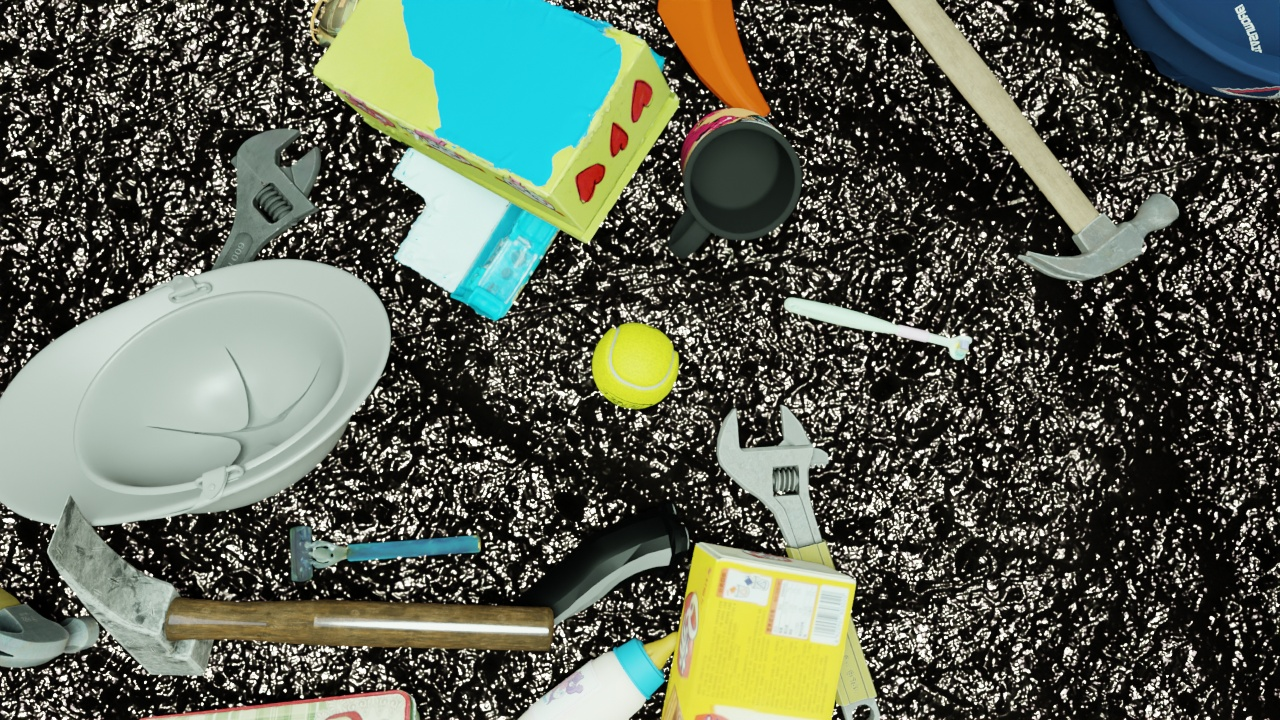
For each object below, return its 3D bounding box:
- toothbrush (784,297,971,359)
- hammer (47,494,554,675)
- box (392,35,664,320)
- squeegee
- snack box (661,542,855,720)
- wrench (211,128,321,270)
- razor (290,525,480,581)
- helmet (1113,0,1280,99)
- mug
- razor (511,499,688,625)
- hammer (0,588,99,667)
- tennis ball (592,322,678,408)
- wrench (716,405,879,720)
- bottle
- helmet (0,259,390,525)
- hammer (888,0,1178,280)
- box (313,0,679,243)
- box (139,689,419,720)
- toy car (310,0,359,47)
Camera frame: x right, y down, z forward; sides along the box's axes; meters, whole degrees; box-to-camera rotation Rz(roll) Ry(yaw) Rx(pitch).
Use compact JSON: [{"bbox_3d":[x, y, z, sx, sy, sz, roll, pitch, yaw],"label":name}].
[{"bbox_3d":[0.190,-0.028,0.735,0.155,0.015,0.022,14,119,-3],"label":"toothbrush"},{"bbox_3d":[-0.207,0.162,0.614,0.300,0.218,0.037,3,54,-6],"label":"hammer"},{"bbox_3d":[-0.099,-0.156,0.672,0.121,0.098,0.226,33,86,-19],"label":"box"},{"bbox_3d":[0.046,-0.267,0.708,0.248,0.055,0.185,-45,109,-36],"label":"squeegee"},{"bbox_3d":[0.075,0.257,0.666,0.110,0.062,0.230,12,87,-12],"label":"snack box"},{"bbox_3d":[-0.324,-0.055,0.704,0.073,0.018,0.273,28,88,-3],"label":"wrench"},{"bbox_3d":[-0.195,0.145,0.701,0.144,0.022,0.042,-3,89,-4],"label":"razor"},{"bbox_3d":[0.462,-0.287,0.655,0.232,0.223,0.271,-6,58,10],"label":"helmet"},{"bbox_3d":[0.061,-0.127,0.684,0.082,0.098,0.118,35,108,-11],"label":"mug"},{"bbox_3d":[-0.036,0.163,0.697,0.156,0.057,0.060,-24,121,-5],"label":"razor"},{"bbox_3d":[-0.536,0.099,0.646,0.333,0.118,0.025,40,83,4],"label":"hammer"},{"bbox_3d":[-0.004,0.004,0.696,0.065,0.065,0.065,0,87,-4],"label":"tennis ball"},{"bbox_3d":[0.132,0.163,0.722,0.083,0.018,0.273,-17,89,-4],"label":"wrench"},{"bbox_3d":[-0.027,0.251,0.692,0.146,0.051,0.051,-36,90,-4],"label":"bottle"},{"bbox_3d":[-0.296,0.042,0.655,0.271,0.118,0.183,-21,60,-7],"label":"helmet"},{"bbox_3d":[0.290,-0.207,0.743,0.119,0.031,0.331,-38,91,-4],"label":"hammer"},{"bbox_3d":[-0.098,-0.184,0.623,0.221,0.081,0.124,28,86,21],"label":"box"},{"bbox_3d":[-0.261,0.305,0.650,0.205,0.049,0.117,-4,50,-2],"label":"box"},{"bbox_3d":[-0.199,-0.253,0.704,0.112,0.047,0.047,16,88,-6],"label":"toy car"}]
